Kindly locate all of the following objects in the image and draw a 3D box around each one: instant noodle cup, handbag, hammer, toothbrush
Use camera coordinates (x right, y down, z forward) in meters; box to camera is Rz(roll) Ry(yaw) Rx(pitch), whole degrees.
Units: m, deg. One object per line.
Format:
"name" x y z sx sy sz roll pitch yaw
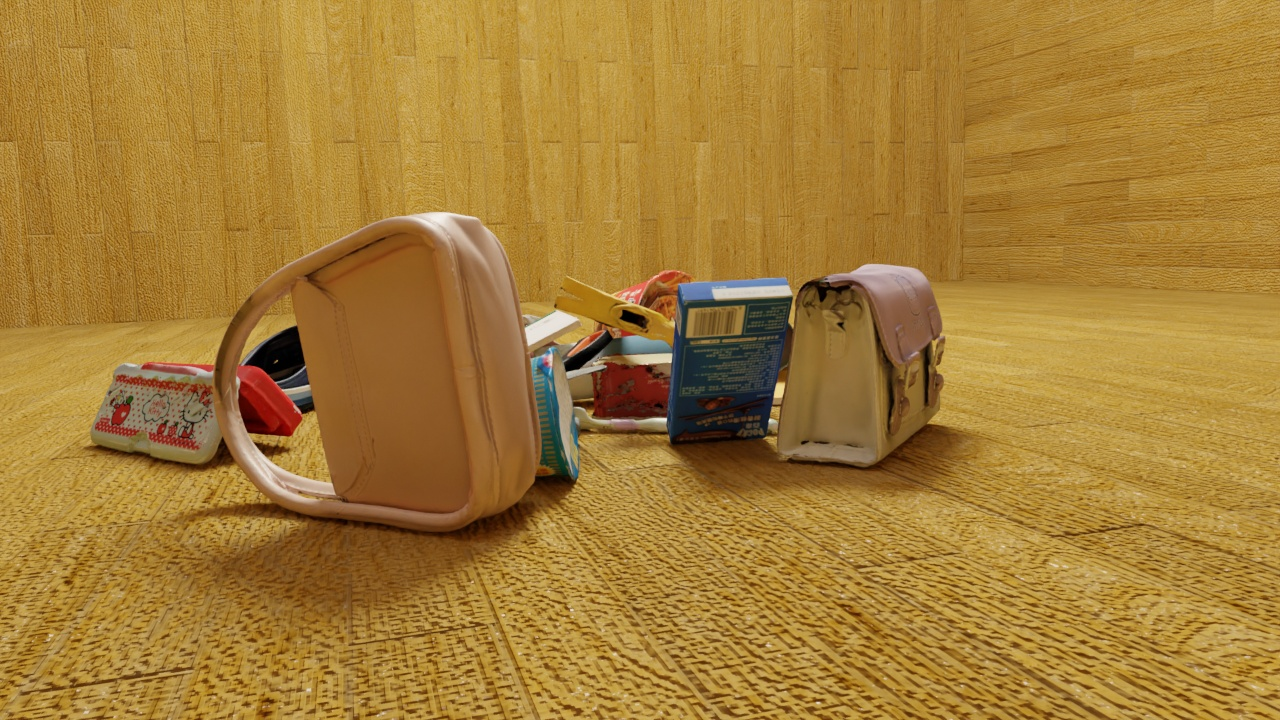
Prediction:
"instant noodle cup" -0.107 0.046 0.671 0.110 0.099 0.099 -9 7 4
"handbag" 0.189 -0.004 0.756 0.099 0.145 0.196 -1 8 29
"hammer" -0.027 -0.049 0.945 0.128 0.033 0.301 21 2 -8
"handbag" -0.188 0.015 0.600 0.234 0.193 0.093 -10 2 19
"instant noodle cup" 0.014 -0.042 1.197 0.137 0.138 0.109 -9 2 -42
"toothbrush" 0.029 0.056 0.827 0.190 0.029 0.020 1 50 14

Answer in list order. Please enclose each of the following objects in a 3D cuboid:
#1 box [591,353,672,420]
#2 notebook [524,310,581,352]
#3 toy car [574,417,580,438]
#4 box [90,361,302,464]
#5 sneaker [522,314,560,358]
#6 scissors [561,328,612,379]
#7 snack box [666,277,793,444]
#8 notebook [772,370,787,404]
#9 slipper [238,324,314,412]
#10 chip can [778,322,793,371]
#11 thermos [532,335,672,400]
"box" 0.038 0.018 0.887 0.168 0.077 0.091 -2 7 5
"notebook" -0.171 0.000 1.008 0.209 0.012 0.150 -29 13 -9
"toy car" -0.091 0.062 0.760 0.049 0.031 0.105 -1 9 26
"box" -0.412 0.053 0.822 0.202 0.095 0.100 2 46 35
"sneaker" -0.160 -0.015 1.158 0.241 0.088 0.118 -2 7 -8
"scissors" -0.093 0.024 0.827 0.234 0.022 0.220 -19 13 42
"snack box" 0.068 0.004 0.735 0.084 0.157 0.026 -4 43 -7
"notebook" 0.124 0.029 1.047 0.146 0.010 0.206 -2 7 4
"slipper" -0.395 0.007 1.044 0.105 0.095 0.252 2 11 12
"chip can" 0.159 -0.024 1.153 0.072 0.072 0.236 -1 3 8
"thermos" -0.006 0.006 0.998 0.220 0.070 0.070 -6 8 -5
